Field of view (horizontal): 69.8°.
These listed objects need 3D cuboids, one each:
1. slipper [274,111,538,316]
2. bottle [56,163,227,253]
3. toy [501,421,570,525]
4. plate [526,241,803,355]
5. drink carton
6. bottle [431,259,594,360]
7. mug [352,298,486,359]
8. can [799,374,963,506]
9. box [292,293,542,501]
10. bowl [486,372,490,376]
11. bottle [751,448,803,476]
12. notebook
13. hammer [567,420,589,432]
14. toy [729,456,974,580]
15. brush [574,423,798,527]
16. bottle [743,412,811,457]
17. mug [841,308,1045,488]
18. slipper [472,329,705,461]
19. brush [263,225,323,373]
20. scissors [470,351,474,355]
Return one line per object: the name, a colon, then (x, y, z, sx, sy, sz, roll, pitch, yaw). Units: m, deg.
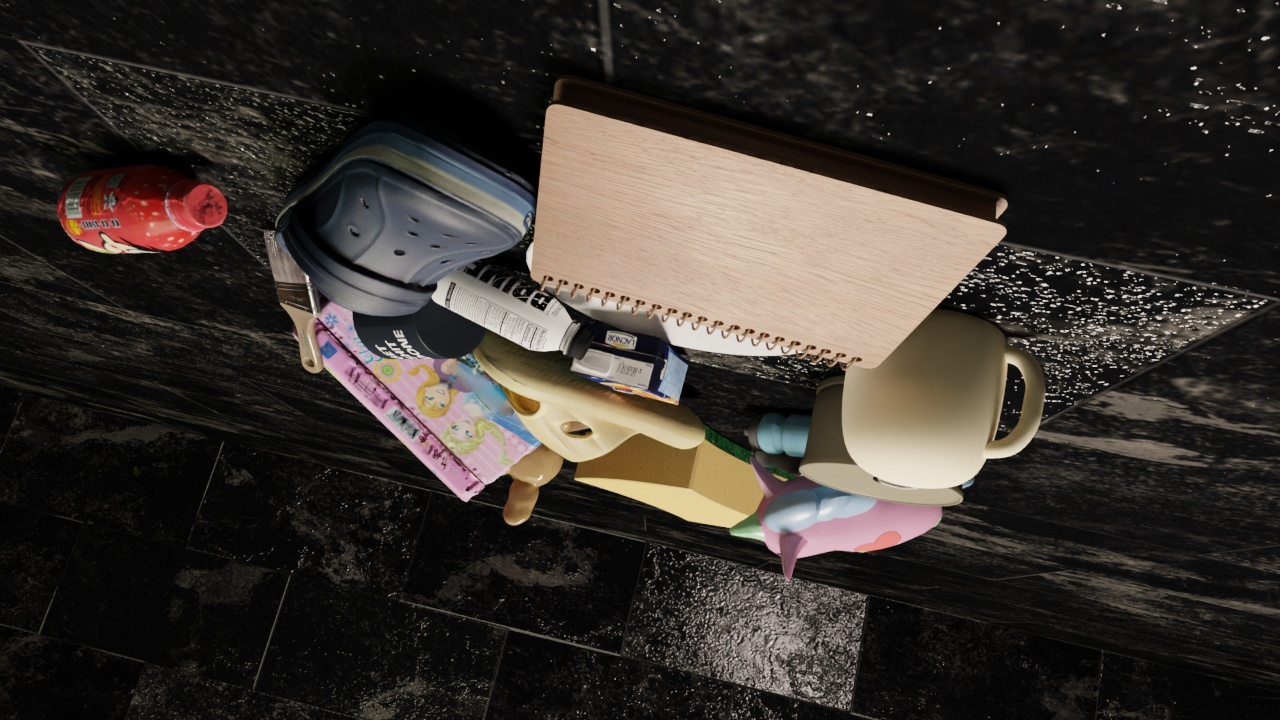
slipper: (-0.149, -0.068, 0.539, 0.105, 0.095, 0.253, 27, 164, -33)
bottle: (-0.337, -0.104, 0.629, 0.138, 0.062, 0.062, 5, 162, 34)
toy: (-0.115, 0.090, 0.959, 0.106, 0.134, 0.108, 25, -169, 0)
plate: (0.029, -0.047, 0.598, 0.208, 0.015, 0.209, 13, 165, 3)
drink carton: (-0.004, 0.004, 0.716, 0.064, 0.040, 0.130, 13, 175, 13)
bottle: (-0.088, -0.035, 0.648, 0.116, 0.041, 0.041, 27, 165, 2)
mug: (-0.178, -0.043, 0.688, 0.078, 0.071, 0.105, 0, 157, 41)
can: (0.199, 0.066, 0.742, 0.128, 0.073, 0.128, 13, 165, 3)
box: (-0.200, 0.015, 0.852, 0.230, 0.105, 0.086, 50, -178, -21)
bowl: (-0.200, 0.039, 1.014, 0.113, 0.063, 0.113, 12, 165, 3)
bottle: (0.174, 0.106, 0.975, 0.110, 0.036, 0.036, 14, 165, -2)
notebook: (0.050, -0.058, 0.478, 0.210, 0.022, 0.169, 15, 154, -3)
hammer: (-0.069, 0.068, 1.064, 0.129, 0.040, 0.322, 16, 166, -23)
toy: (0.210, 0.140, 0.895, 0.222, 0.120, 0.171, -22, 156, 18)
brush: (0.067, 0.144, 1.132, 0.195, 0.075, 0.250, -3, 158, 46)
bottle: (0.156, 0.071, 0.860, 0.130, 0.040, 0.040, 3, 162, 34)
mug: (0.187, 0.030, 0.574, 0.120, 0.099, 0.096, 4, 162, 32)
slipper: (-0.052, 0.045, 0.828, 0.261, 0.079, 0.111, 21, -164, -39)
brush: (-0.273, -0.046, 0.737, 0.039, 0.012, 0.151, 18, 135, 14)
scissors: (-0.229, -0.010, 0.962, 0.179, 0.016, 0.105, 1, 160, 39)
